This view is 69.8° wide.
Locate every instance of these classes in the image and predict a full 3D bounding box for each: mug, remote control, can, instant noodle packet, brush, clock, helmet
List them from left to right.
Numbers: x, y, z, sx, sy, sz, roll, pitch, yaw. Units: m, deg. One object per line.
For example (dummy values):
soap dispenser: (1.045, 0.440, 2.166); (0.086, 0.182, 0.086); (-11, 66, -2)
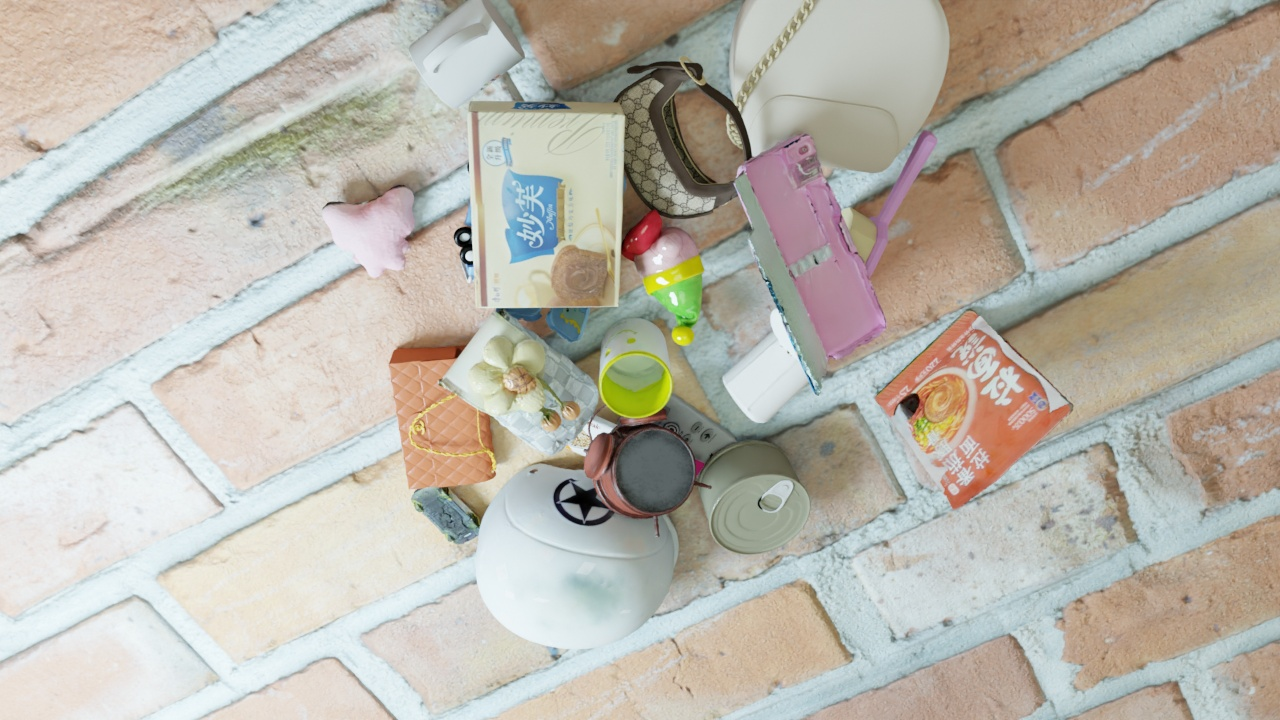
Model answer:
mug: (-0.176, -0.307, 0.910); (0.090, 0.105, 0.073); (-32, 99, 12)
helmet: (-0.077, 0.267, 1.152); (0.264, 0.163, 0.237); (18, 114, -11)
mug: (-0.006, 0.006, 1.061); (0.082, 0.106, 0.083); (-1, 115, -2)
clock: (-0.002, 0.119, 1.081); (0.120, 0.072, 0.157); (-40, 97, -16)
remote control: (0.051, 0.093, 1.151); (0.151, 0.019, 0.074); (35, 110, -16)
can: (0.140, 0.171, 1.149); (0.127, 0.073, 0.128); (-5, 122, -9)
brush: (0.246, -0.148, 1.002); (0.043, 0.089, 0.229); (22, 116, -7)
instant noodle packet: (0.379, 0.061, 1.036); (0.084, 0.220, 0.165); (38, 108, -19)

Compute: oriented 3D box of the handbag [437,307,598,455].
handbag: (-0.123, 0.034, 1.038); (0.171, 0.123, 0.112); (39, 87, -28)

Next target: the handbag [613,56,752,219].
handbag: (0.044, -0.231, 0.947); (0.139, 0.063, 0.166); (-8, 118, 35)

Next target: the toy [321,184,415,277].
toy: (-0.291, -0.141, 1.013); (0.102, 0.050, 0.093); (-16, 112, 2)

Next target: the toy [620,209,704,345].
toy: (0.029, -0.089, 1.011); (0.131, 0.124, 0.096); (43, 77, -5)

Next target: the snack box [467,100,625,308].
snack box: (-0.096, -0.156, 0.941); (0.153, 0.055, 0.208); (-1, 116, -7)

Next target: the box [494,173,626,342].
box: (-0.089, -0.130, 1.029); (0.120, 0.049, 0.210); (20, 114, 4)

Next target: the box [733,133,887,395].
box: (0.157, -0.094, 0.925); (0.066, 0.158, 0.230); (-6, 117, 50)

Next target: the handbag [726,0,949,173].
handbag: (0.197, -0.299, 0.927); (0.210, 0.103, 0.209); (7, 119, -4)

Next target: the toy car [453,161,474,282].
toy car: (-0.167, -0.160, 1.003); (0.054, 0.056, 0.154); (4, 122, -24)

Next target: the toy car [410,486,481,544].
toy car: (-0.248, 0.193, 1.180); (0.048, 0.033, 0.105); (-28, 121, 15)

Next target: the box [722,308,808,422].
box: (0.151, 0.006, 1.054); (0.137, 0.143, 0.083); (-44, 67, 14)

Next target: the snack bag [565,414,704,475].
snack bag: (-0.022, 0.113, 1.147); (0.196, 0.016, 0.070); (25, 124, -8)

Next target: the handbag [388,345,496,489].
handbag: (-0.236, 0.072, 1.113); (0.109, 0.060, 0.172); (-4, 115, -4)
